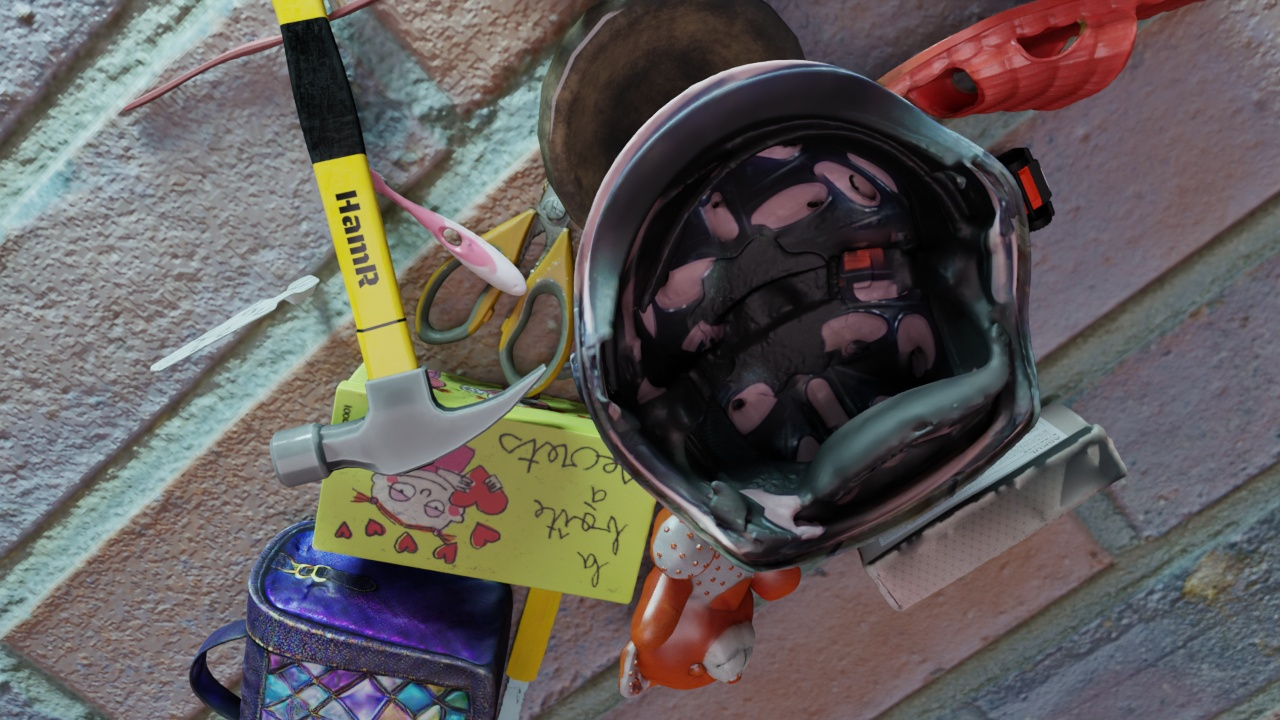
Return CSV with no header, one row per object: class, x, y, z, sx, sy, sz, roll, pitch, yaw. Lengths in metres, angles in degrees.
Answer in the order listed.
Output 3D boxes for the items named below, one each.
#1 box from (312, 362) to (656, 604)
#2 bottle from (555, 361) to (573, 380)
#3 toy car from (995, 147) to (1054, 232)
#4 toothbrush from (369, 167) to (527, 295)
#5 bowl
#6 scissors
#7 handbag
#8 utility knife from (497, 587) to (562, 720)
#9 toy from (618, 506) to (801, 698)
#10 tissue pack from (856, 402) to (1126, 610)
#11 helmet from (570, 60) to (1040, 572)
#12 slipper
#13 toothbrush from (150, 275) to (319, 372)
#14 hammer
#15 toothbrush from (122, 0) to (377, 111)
box,-0.100,0.083,0.637,0.221,0.082,0.124,15,104,-6
bottle,-0.004,0.004,0.640,0.113,0.030,0.030,-4,112,0
toy car,0.213,-0.096,0.597,0.100,0.048,0.051,-29,109,9
toothbrush,-0.129,-0.085,0.598,0.135,0.016,0.022,36,101,-5
bowl,0.015,-0.144,0.544,0.162,0.070,0.162,-9,121,-15
scissors,-0.074,-0.091,0.606,0.134,0.016,0.228,21,103,2
handbag,-0.216,0.241,0.678,0.222,0.125,0.205,11,111,-5
utility knife,-0.089,0.225,0.732,0.030,0.019,0.219,16,105,-2
toy,0.050,0.169,0.664,0.163,0.093,0.173,-5,119,-45
tissue pack,0.245,0.106,0.656,0.181,0.103,0.071,-38,93,10
helmet,0.077,-0.031,0.494,0.230,0.152,0.255,-34,109,4
slipper,0.249,-0.179,0.538,0.249,0.103,0.059,-18,97,3
toothbrush,-0.234,-0.022,0.543,0.010,0.181,0.010,28,111,-3
hammer,-0.168,-0.091,0.549,0.169,0.034,0.324,-14,97,-6
toothbrush,-0.242,-0.193,0.565,0.184,0.015,0.016,-22,108,8
